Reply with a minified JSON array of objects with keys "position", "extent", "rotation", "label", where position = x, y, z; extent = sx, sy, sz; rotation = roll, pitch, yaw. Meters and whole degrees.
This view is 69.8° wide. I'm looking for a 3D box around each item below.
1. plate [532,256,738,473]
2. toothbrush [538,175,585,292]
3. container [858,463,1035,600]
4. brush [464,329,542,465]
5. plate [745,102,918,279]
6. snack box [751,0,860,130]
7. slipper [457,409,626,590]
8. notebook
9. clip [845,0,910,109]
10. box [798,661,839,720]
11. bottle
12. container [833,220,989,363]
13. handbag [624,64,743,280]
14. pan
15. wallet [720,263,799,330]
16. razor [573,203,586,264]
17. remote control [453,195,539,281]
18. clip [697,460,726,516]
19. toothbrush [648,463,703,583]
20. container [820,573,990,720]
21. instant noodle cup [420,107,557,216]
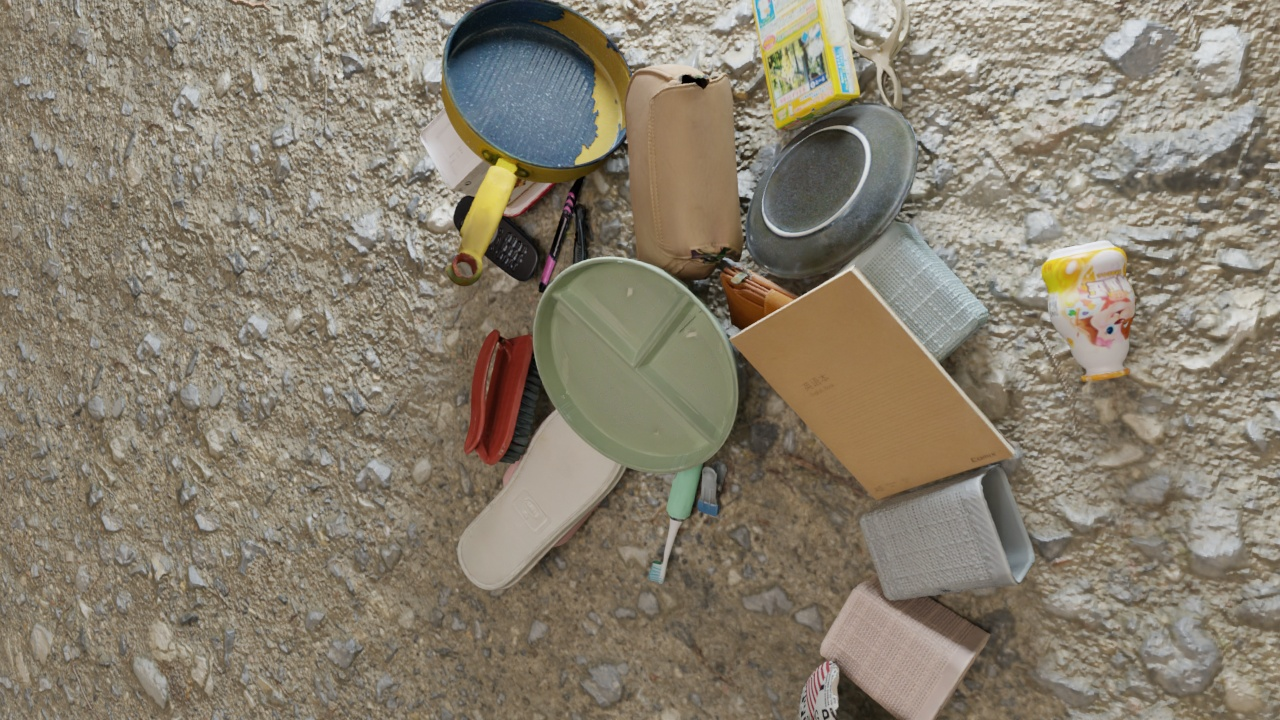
[{"position":[-0.005,0.005,0.896],"extent":[0.230,0.027,0.230],"rotation":[16,122,27],"label":"plate"},{"position":[-0.082,-0.161,1.007],"extent":[0.014,0.017,0.189],"rotation":[29,108,24],"label":"toothbrush"},{"position":[0.262,0.152,0.794],"extent":[0.115,0.090,0.090],"rotation":[-22,82,32],"label":"container"},{"position":[-0.152,0.042,1.000],"extent":[0.063,0.069,0.145],"rotation":[-10,64,48],"label":"brush"},{"position":[0.159,-0.155,0.812],"extent":[0.180,0.024,0.179],"rotation":[-29,47,36],"label":"plate"},{"position":[0.147,-0.291,0.835],"extent":[0.087,0.033,0.140],"rotation":[-14,84,60],"label":"snack box"},{"position":[-0.101,0.145,1.016],"extent":[0.114,0.054,0.275],"rotation":[42,103,16],"label":"slipper"},{"position":[0.194,0.028,0.789],"extent":[0.211,0.012,0.150],"rotation":[46,138,-11],"label":"notebook"},{"position":[0.221,-0.282,0.814],"extent":[0.098,0.035,0.099],"rotation":[-45,72,24],"label":"clip"},{"position":[0.188,0.328,0.829],"extent":[0.085,0.162,0.075],"rotation":[10,57,5],"label":"box"},{"position":[0.362,-0.039,0.735],"extent":[0.063,0.063,0.108],"rotation":[-12,88,30],"label":"bottle"},{"position":[0.232,-0.050,0.796],"extent":[0.111,0.089,0.090],"rotation":[48,114,14],"label":"container"},{"position":[0.044,-0.175,0.866],"extent":[0.148,0.099,0.204],"rotation":[-153,57,-71],"label":"handbag"},{"position":[-0.116,-0.207,0.868],"extent":[0.078,0.197,0.356],"rotation":[-43,27,62],"label":"pan"},{"position":[0.135,-0.037,0.841],"extent":[0.131,0.119,0.035],"rotation":[31,79,25],"label":"wallet"},{"position":[-0.068,-0.099,1.001],"extent":[0.043,0.022,0.143],"rotation":[-166,80,-73],"label":"razor"},{"position":[-0.161,-0.140,1.048],"extent":[0.136,0.024,0.053],"rotation":[40,113,22],"label":"remote control"},{"position":[0.073,0.131,0.941],"extent":[0.024,0.028,0.057],"rotation":[17,110,30],"label":"clip"},{"position":[0.046,0.129,0.949],"extent":[0.027,0.026,0.225],"rotation":[15,102,6],"label":"toothbrush"},{"position":[0.233,0.255,0.818],"extent":[0.111,0.089,0.090],"rotation":[33,109,27],"label":"container"},{"position":[-0.157,-0.227,0.982],"extent":[0.117,0.124,0.116],"rotation":[-36,76,27],"label":"instant noodle cup"}]
